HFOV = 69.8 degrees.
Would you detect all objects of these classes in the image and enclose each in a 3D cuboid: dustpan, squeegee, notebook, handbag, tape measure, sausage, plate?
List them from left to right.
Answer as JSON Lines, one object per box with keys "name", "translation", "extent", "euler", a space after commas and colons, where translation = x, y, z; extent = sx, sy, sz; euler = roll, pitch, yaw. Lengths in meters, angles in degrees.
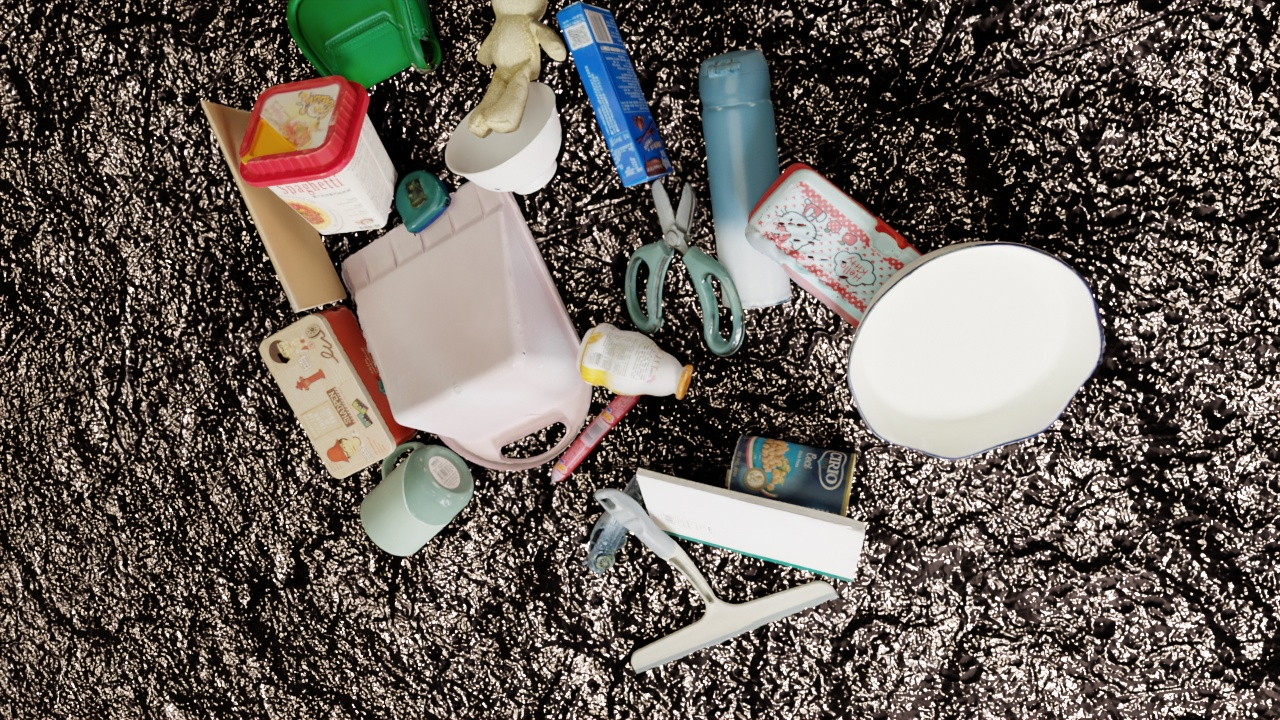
{"name": "notebook", "translation": [-0.361, -0.152, 0.919], "extent": [0.008, 0.147, 0.207], "euler": [-21, 99, 3]}
{"name": "handbag", "translation": [-0.262, -0.313, 0.879], "extent": [0.131, 0.067, 0.120], "euler": [-20, 100, 22]}
{"name": "tape measure", "translation": [-0.222, -0.163, 0.925], "extent": [0.058, 0.025, 0.054], "euler": [-35, 74, 17]}
{"name": "dustpan", "translation": [-0.172, -0.023, 0.968], "extent": [0.223, 0.138, 0.273], "euler": [-23, 70, 23]}
{"name": "sausage", "translation": [-0.049, 0.077, 0.950], "extent": [0.020, 0.020, 0.156], "euler": [43, 113, 2]}
{"name": "squeegee", "translation": [0.029, 0.198, 0.925], "extent": [0.247, 0.039, 0.246], "euler": [-28, 120, 21]}
{"name": "notebook", "translation": [0.104, 0.161, 0.876], "extent": [0.209, 0.012, 0.150], "euler": [12, 152, 15]}
{"name": "plate", "translation": [0.275, -0.010, 0.774], "extent": [0.205, 0.045, 0.205], "euler": [0, 121, 0]}

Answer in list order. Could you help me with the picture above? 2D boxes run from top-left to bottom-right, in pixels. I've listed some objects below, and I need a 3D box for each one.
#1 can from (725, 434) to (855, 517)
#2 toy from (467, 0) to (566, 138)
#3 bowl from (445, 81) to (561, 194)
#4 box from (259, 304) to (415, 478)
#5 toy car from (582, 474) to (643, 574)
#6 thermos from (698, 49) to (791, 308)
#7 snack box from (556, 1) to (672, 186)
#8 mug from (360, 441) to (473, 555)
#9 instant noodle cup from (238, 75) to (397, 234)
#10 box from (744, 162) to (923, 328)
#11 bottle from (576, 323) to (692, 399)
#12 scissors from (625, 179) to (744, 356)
{"name": "can", "translation": [0.142, 0.115, 0.868], "extent": [0.111, 0.075, 0.075], "euler": [9, 108, 16]}
{"name": "toy", "translation": [-0.119, -0.274, 0.826], "extent": [0.105, 0.066, 0.157], "euler": [5, 79, 41]}
{"name": "bowl", "translation": [-0.116, -0.196, 0.861], "extent": [0.118, 0.118, 0.065], "euler": [-15, 139, 21]}
{"name": "box", "translation": [-0.322, 0.031, 0.991], "extent": [0.091, 0.079, 0.168], "euler": [-26, 96, 16]}
{"name": "toy car", "translation": [-0.024, 0.166, 0.949], "extent": [0.037, 0.054, 0.121], "euler": [29, 112, 6]}
{"name": "thermos", "translation": [0.093, -0.158, 0.809], "extent": [0.070, 0.070, 0.220], "euler": [-2, 106, 19]}
{"name": "snack box", "translation": [-0.021, -0.234, 0.814], "extent": [0.026, 0.084, 0.157], "euler": [-19, 99, 21]}
{"name": "mug", "translation": [-0.246, 0.138, 1.006], "extent": [0.107, 0.082, 0.111], "euler": [-43, 58, 24]}
{"name": "instant noodle cup", "translation": [-0.301, -0.191, 0.886], "extent": [0.116, 0.124, 0.116], "euler": [-5, 59, 14]}
{"name": "box", "translation": [0.183, -0.079, 0.779], "extent": [0.201, 0.048, 0.087], "euler": [34, 111, -17]}
{"name": "bottle", "translation": [-0.005, 0.005, 0.891], "extent": [0.108, 0.063, 0.063], "euler": [18, 110, 13]}
{"name": "scissors", "translation": [0.026, -0.079, 0.850], "extent": [0.178, 0.019, 0.174], "euler": [-14, 100, 52]}
